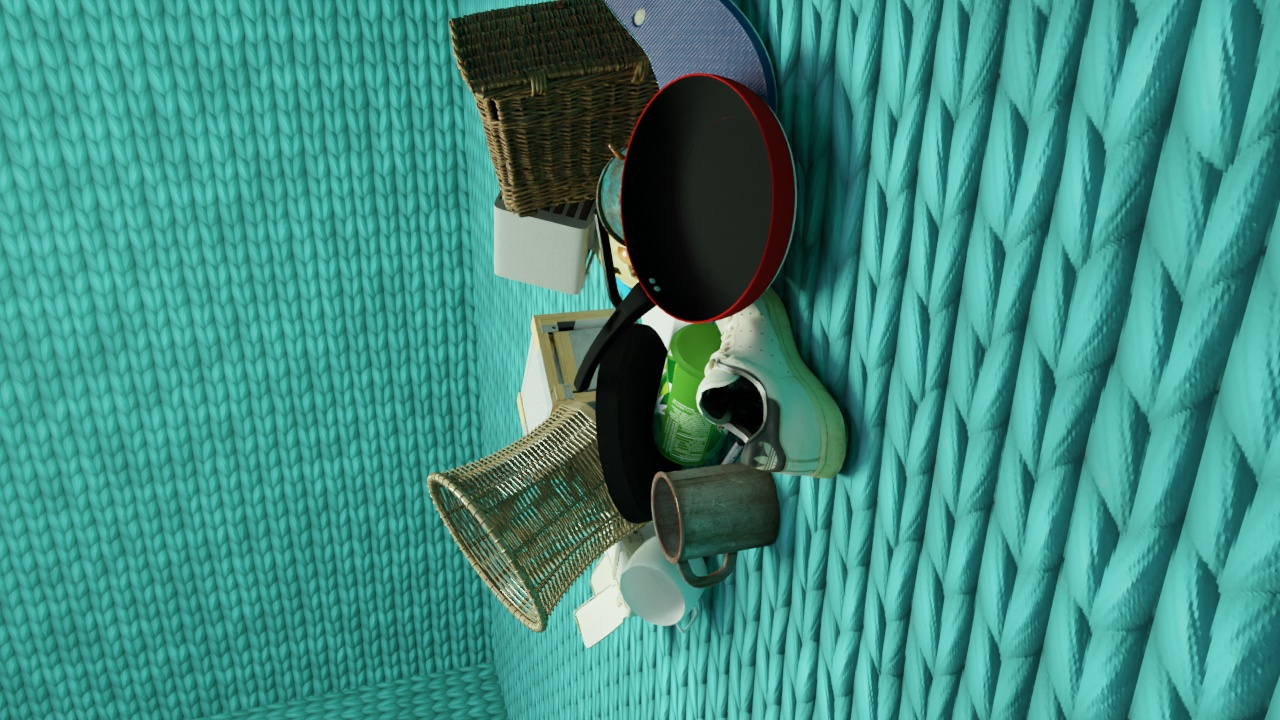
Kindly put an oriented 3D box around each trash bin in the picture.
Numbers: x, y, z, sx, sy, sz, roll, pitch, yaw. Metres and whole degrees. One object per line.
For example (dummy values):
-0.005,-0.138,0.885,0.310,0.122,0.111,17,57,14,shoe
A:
-0.087,0.054,1.337,0.248,0.142,0.142,111,149,-57,trash bin
-0.100,-0.215,1.179,0.115,0.114,0.228,102,-176,-52,trash bin

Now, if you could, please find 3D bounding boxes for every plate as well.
0.027,-0.067,1.140,0.189,0.016,0.188,174,90,-73,plate

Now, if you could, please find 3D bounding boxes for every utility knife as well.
-0.027,-0.115,1.302,0.196,0.015,0.031,-119,31,-52,utility knife

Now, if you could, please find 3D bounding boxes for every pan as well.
-0.006,0.006,1.018,0.224,0.034,0.356,-40,-57,-67,pan
0.025,-0.089,0.840,0.208,0.067,0.357,60,139,30,pan

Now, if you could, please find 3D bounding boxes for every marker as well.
0.094,0.109,0.990,0.152,0.011,0.011,112,148,-57,marker

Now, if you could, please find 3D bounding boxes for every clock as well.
0.020,-0.153,0.963,0.073,0.121,0.158,-148,48,-64,clock

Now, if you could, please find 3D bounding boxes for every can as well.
0.060,0.037,0.952,0.144,0.083,0.083,102,156,-46,can

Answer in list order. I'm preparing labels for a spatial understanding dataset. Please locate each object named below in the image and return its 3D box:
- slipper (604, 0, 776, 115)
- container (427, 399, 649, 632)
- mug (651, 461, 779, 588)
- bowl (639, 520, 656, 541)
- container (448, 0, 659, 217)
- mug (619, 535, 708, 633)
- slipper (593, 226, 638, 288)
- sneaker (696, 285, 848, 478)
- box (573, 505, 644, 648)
0.050,-0.305,0.870,0.118,0.060,0.294,-46,66,37,slipper
-0.113,0.180,1.122,0.227,0.195,0.227,42,152,27,container
0.074,0.164,0.913,0.096,0.110,0.123,-146,51,-75,mug
0.029,0.222,1.190,0.110,0.040,0.110,173,90,-73,bowl
-0.071,-0.283,1.027,0.183,0.249,0.162,89,165,-45,container
0.034,0.270,1.100,0.095,0.067,0.115,-23,101,37,mug
-0.022,-0.148,1.130,0.261,0.079,0.111,-148,71,-72,slipper
0.090,0.012,0.811,0.241,0.102,0.089,-113,24,-45,sneaker
-0.036,0.292,1.250,0.186,0.065,0.145,-61,35,29,box
